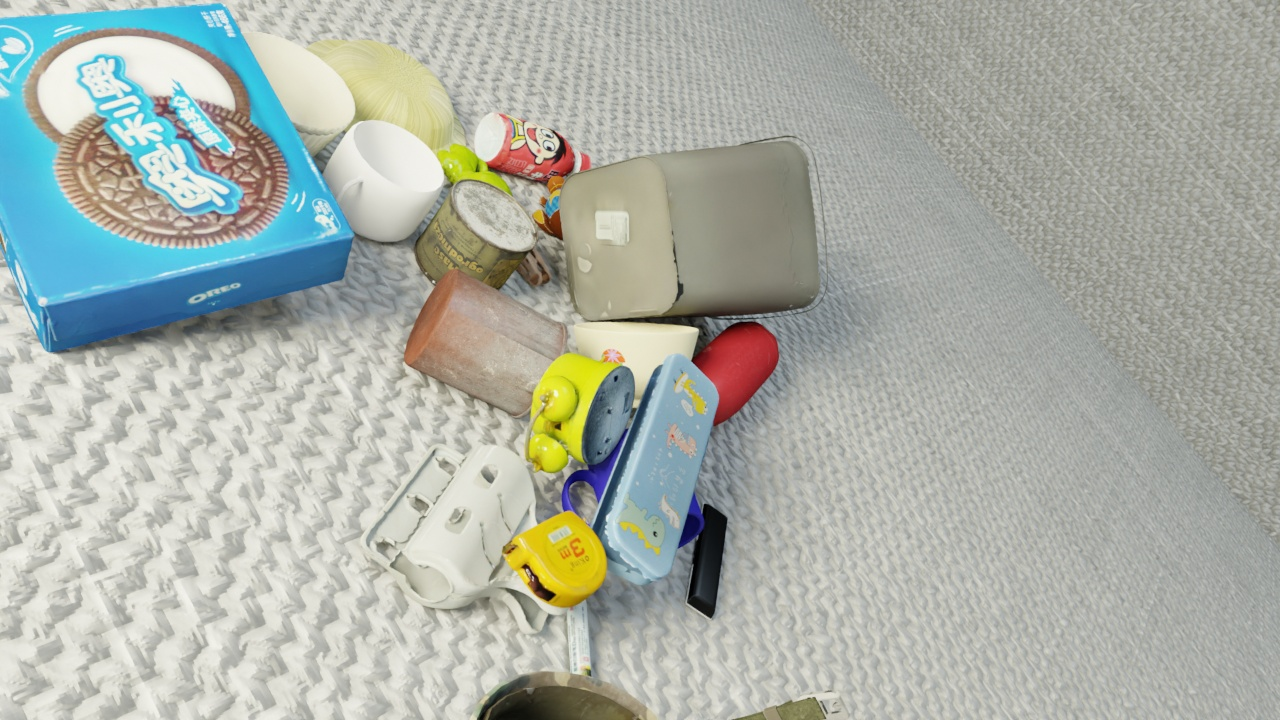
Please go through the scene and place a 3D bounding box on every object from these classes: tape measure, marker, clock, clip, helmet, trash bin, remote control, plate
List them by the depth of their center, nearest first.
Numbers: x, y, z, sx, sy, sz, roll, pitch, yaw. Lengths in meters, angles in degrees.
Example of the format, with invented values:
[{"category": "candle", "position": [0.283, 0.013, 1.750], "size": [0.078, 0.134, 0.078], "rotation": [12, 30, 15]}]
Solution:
[{"category": "helmet", "position": [-0.013, 0.258, 0.442], "size": [0.224, 0.237, 0.192], "rotation": [43, 18, 3]}, {"category": "tape measure", "position": [-0.053, 0.136, 0.622], "size": [0.068, 0.030, 0.059], "rotation": [-21, 72, -51]}, {"category": "clip", "position": [-0.103, 0.124, 0.645], "size": [0.150, 0.089, 0.125], "rotation": [32, 36, -2]}, {"category": "marker", "position": [-0.046, 0.195, 0.678], "size": [0.017, 0.017, 0.146], "rotation": [24, 39, -30]}, {"category": "clock", "position": [-0.050, 0.041, 0.713], "size": [0.057, 0.083, 0.118], "rotation": [20, 29, 22]}, {"category": "remote control", "position": [0.062, 0.176, 0.824], "size": [0.028, 0.012, 0.124], "rotation": [37, 34, -14]}, {"category": "clip", "position": [-0.112, -0.102, 0.926], "size": [0.049, 0.026, 0.061], "rotation": [15, 45, -40]}, {"category": "plate", "position": [-0.254, -0.280, 0.950], "size": [0.184, 0.036, 0.184], "rotation": [29, 36, -24]}, {"category": "trash bin", "position": [0.050, -0.130, 0.965], "size": [0.219, 0.198, 0.197], "rotation": [-12, 97, -45]}]

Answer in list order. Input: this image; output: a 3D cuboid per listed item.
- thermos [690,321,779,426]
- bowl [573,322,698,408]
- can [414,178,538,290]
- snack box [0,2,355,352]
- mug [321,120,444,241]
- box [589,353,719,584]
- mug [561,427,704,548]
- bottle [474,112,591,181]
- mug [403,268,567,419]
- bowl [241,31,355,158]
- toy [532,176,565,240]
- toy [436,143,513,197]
[{"category": "thermos", "position": [0.076, 0.027, 0.949], "size": [0.073, 0.073, 0.239], "rotation": [47, 33, 3]}, {"category": "bowl", "position": [-0.005, 0.005, 0.871], "size": [0.117, 0.118, 0.074], "rotation": [-6, 101, -51]}, {"category": "can", "position": [-0.151, -0.108, 0.842], "size": [0.090, 0.075, 0.089], "rotation": [29, 34, -23]}, {"category": "snack box", "position": [-0.339, -0.138, 0.627], "size": [0.195, 0.056, 0.238], "rotation": [-21, 70, -35]}, {"category": "mug", "position": [-0.233, -0.153, 0.804], "size": [0.094, 0.068, 0.115], "rotation": [44, 32, -3]}, {"category": "box", "position": [0.020, 0.075, 0.714], "size": [0.067, 0.052, 0.209], "rotation": [28, 45, -5]}, {"category": "mug", "position": [-0.012, 0.111, 0.762], "size": [0.111, 0.079, 0.083], "rotation": [-3, 53, -22]}, {"category": "bottle", "position": [-0.115, -0.233, 1.032], "size": [0.137, 0.062, 0.062], "rotation": [5, 50, -44]}, {"category": "mug", "position": [-0.132, -0.018, 0.765], "size": [0.110, 0.096, 0.123], "rotation": [34, -2, -24]}, {"category": "bowl", "position": [-0.314, -0.219, 0.792], "size": [0.115, 0.063, 0.115], "rotation": [29, 36, -24]}, {"category": "toy", "position": [-0.070, -0.155, 1.023], "size": [0.103, 0.071, 0.090], "rotation": [55, 12, -29]}, {"category": "toy", "position": [-0.169, -0.183, 0.940], "size": [0.093, 0.036, 0.094], "rotation": [37, 30, -8]}]
